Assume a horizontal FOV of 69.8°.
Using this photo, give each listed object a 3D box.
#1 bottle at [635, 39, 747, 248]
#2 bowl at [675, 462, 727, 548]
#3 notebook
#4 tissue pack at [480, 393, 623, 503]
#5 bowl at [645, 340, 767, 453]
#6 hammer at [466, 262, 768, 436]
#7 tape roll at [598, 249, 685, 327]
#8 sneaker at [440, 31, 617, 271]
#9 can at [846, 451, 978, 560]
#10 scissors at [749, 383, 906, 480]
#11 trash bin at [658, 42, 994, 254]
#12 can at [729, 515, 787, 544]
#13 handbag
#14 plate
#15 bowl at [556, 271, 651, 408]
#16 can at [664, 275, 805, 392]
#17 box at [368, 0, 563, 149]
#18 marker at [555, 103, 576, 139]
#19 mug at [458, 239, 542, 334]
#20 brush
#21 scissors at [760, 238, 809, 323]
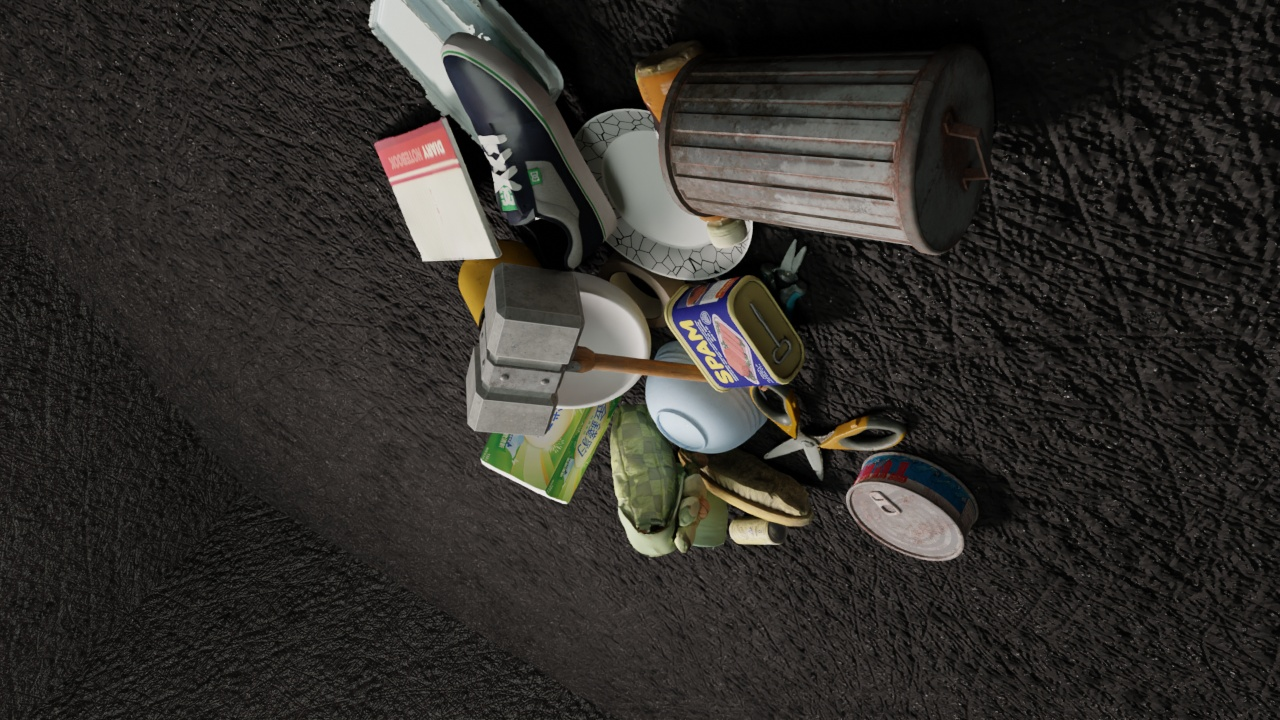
[{"bbox_3d":[0.049,-0.170,0.743,0.059,0.059,0.167,7,131,42],"label":"bottle"},{"bbox_3d":[0.052,0.183,1.218,0.151,0.077,0.151,17,-172,-3],"label":"bowl"},{"bbox_3d":[-0.231,-0.183,1.022,0.209,0.012,0.153,7,122,55],"label":"notebook"},{"bbox_3d":[-0.090,0.073,1.144,0.120,0.197,0.141,29,174,25],"label":"tissue pack"},{"bbox_3d":[0.064,0.055,1.055,0.150,0.074,0.151,26,149,17],"label":"bowl"},{"bbox_3d":[-0.006,0.005,0.940,0.317,0.082,0.163,7,131,-18],"label":"hammer"},{"bbox_3d":[0.002,-0.079,0.974,0.094,0.030,0.094,27,149,17],"label":"tape roll"},{"bbox_3d":[-0.108,-0.176,0.817,0.084,0.078,0.235,11,146,46],"label":"sneaker"},{"bbox_3d":[0.290,0.157,0.985,0.130,0.044,0.130,27,149,17],"label":"can"},{"bbox_3d":[0.196,0.082,0.992,0.217,0.016,0.225,6,150,30],"label":"scissors"},{"bbox_3d":[0.132,-0.149,0.633,0.211,0.130,0.131,15,144,37],"label":"trash bin"},{"bbox_3d":[0.158,0.229,1.238,0.038,0.038,0.080,47,149,-18],"label":"can"},{"bbox_3d":[0.026,0.142,1.113,0.117,0.186,0.113,-8,154,2],"label":"handbag"},{"bbox_3d":[0.019,-0.153,0.850,0.189,0.016,0.189,22,144,17],"label":"plate"},{"bbox_3d":[-0.078,-0.031,0.992,0.176,0.066,0.177,-1,132,-1],"label":"bowl"},{"bbox_3d":[0.093,-0.025,0.887,0.092,0.056,0.116,-7,126,54],"label":"can"},{"bbox_3d":[-0.167,-0.286,0.848,0.209,0.037,0.189,46,158,-3],"label":"box"},{"bbox_3d":[-0.075,-0.220,0.869,0.124,0.017,0.021,57,177,-30],"label":"marker"},{"bbox_3d":[-0.140,-0.075,1.052,0.094,0.123,0.101,56,133,42],"label":"mug"},{"bbox_3d":[0.127,0.147,1.131,0.195,0.059,0.043,26,139,32],"label":"brush"},{"bbox_3d":[0.126,-0.063,0.875,0.144,0.019,0.126,-5,130,48],"label":"scissors"}]
